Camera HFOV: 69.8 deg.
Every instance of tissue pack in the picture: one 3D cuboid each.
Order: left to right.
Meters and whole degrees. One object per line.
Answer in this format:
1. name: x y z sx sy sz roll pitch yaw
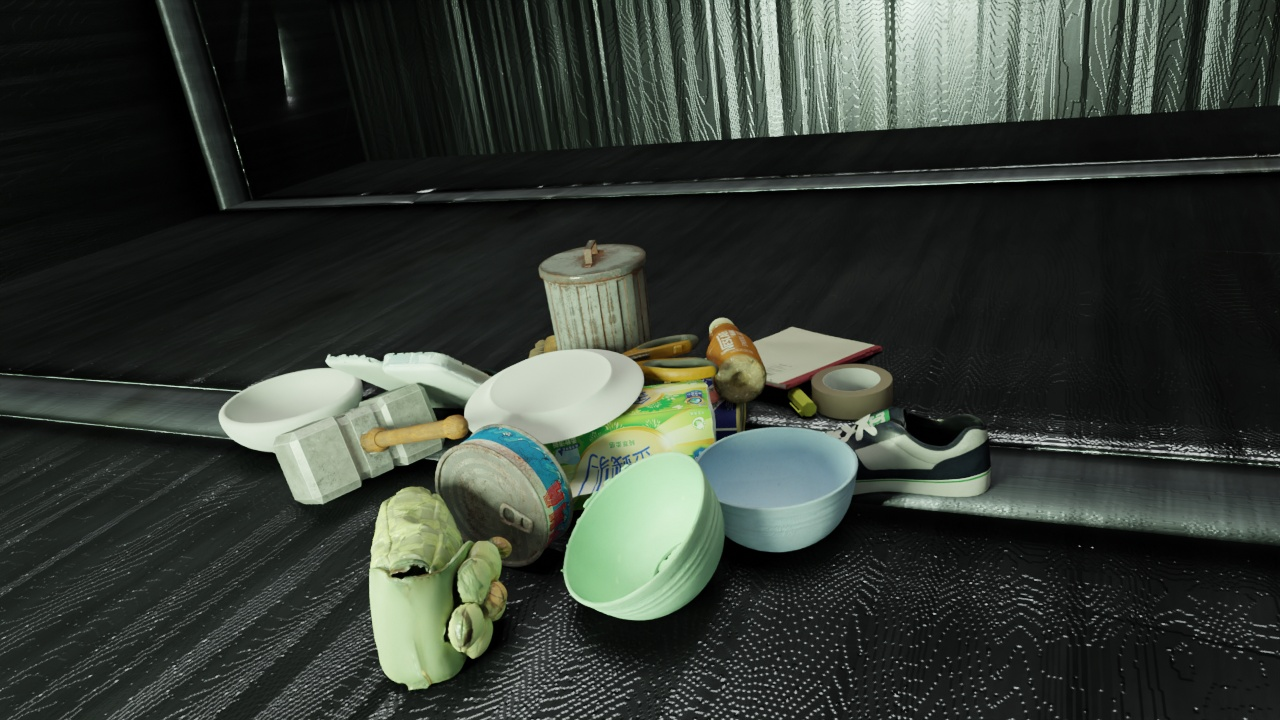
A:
1. tissue pack: -0.017 0.100 0.923 0.198 0.120 0.141 -13 21 4

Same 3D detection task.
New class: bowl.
1. bowl: -0.443 0.074 1.184 0.176 0.066 0.176 -7 22 3
2. bowl: 0.014 0.159 0.778 0.151 0.077 0.150 -32 29 21
3. bowl: 0.126 0.128 0.848 0.150 0.075 0.150 -6 22 2

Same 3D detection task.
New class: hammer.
1. hammer: -0.251 0.079 0.950 0.162 0.083 0.319 -25 7 -36

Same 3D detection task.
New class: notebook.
1. notebook: 0.195 -0.006 1.203 0.208 0.012 0.153 -18 23 -40

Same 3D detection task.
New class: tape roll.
1. tape roll: 0.251 0.036 1.087 0.094 0.030 0.093 -7 22 3

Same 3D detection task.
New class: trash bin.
1. trash bin: -0.047 -0.042 1.138 0.131 0.211 0.130 -7 22 3

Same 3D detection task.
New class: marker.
1. marker: 0.183 0.038 1.124 0.021 0.017 0.123 -41 22 4

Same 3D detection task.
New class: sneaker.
1. sneaker: 0.223 0.085 0.914 0.236 0.079 0.084 -2 24 16

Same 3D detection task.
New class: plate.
1. plate: -0.091 0.027 0.947 0.188 0.016 0.188 -9 28 5

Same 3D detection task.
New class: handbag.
1. handbag: -0.167 0.179 0.781 0.117 0.113 0.186 -4 21 -9

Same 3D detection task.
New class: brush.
1. brush: -0.124 0.009 1.244 0.043 0.059 0.195 -16 20 2

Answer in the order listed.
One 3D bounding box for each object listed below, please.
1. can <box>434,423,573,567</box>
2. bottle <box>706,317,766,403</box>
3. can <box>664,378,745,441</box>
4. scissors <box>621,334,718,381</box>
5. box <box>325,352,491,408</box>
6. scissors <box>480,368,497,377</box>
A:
1. can: -0.129 0.127 0.862 0.130 0.130 0.044 6 26 30
2. bottle: 0.104 -0.008 1.060 0.059 0.059 0.167 -8 22 0
3. can: 0.072 0.061 1.054 0.092 0.057 0.116 -2 23 10
4. scissors: -0.008 0.005 1.015 0.224 0.016 0.217 -15 17 -29
5. box: -0.253 0.030 1.122 0.189 0.037 0.208 -3 -19 26
6. scissors: -0.193 0.034 1.259 0.126 0.019 0.143 -6 24 2
